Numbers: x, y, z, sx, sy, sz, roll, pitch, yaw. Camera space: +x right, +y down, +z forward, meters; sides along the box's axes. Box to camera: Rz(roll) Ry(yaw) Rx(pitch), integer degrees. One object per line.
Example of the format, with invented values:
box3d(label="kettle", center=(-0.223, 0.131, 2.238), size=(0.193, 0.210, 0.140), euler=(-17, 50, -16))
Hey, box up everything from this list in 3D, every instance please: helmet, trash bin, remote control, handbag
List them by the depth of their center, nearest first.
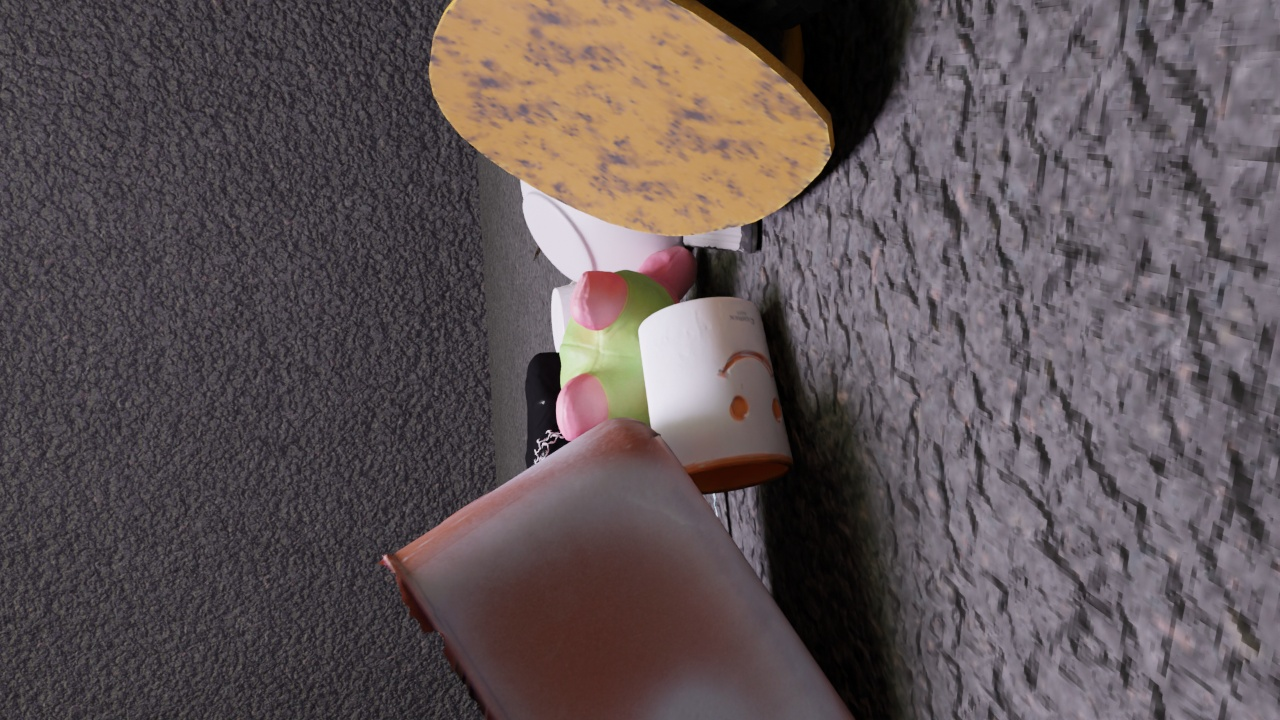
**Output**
box3d(label="helmet", center=(0.006, -0.178, 0.505), size=(0.256, 0.205, 0.131), euler=(-9, 57, 61))
box3d(label="trash bin", center=(-0.008, 0.174, 0.515), size=(0.259, 0.157, 0.182), euler=(55, 163, 4))
box3d(label="remote control", center=(0.053, -0.094, 0.642), size=(0.136, 0.013, 0.033), euler=(-144, 51, -74))
box3d(label="handbag", center=(-0.040, 0.076, 0.845), size=(0.114, 0.125, 0.154), euler=(-110, 19, -49))

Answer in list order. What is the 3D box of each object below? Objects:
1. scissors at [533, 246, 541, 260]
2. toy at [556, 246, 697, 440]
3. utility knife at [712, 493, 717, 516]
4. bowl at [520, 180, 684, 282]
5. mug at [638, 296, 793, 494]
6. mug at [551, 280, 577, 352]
box3d(label="scissors", center=(-0.059, -0.192, 0.959), size=(0.203, 0.015, 0.201), euler=(-66, -13, 6))
box3d(label="toy", center=(-0.004, 0.004, 0.699), size=(0.236, 0.097, 0.192), euler=(20, -97, -78))
box3d(label="utility knife", center=(0.055, 0.079, 0.690), size=(0.022, 0.015, 0.176), euler=(125, 138, -82))
box3d(label="bowl", center=(-0.046, -0.116, 0.756), size=(0.176, 0.066, 0.177), euler=(43, 158, 21))
box3d(label="mug", center=(0.045, 0.024, 0.573), size=(0.082, 0.082, 0.105), euler=(118, 145, -66))
box3d(label="mug", center=(-0.039, -0.050, 0.875), size=(0.081, 0.087, 0.114), euler=(101, 159, -49))
